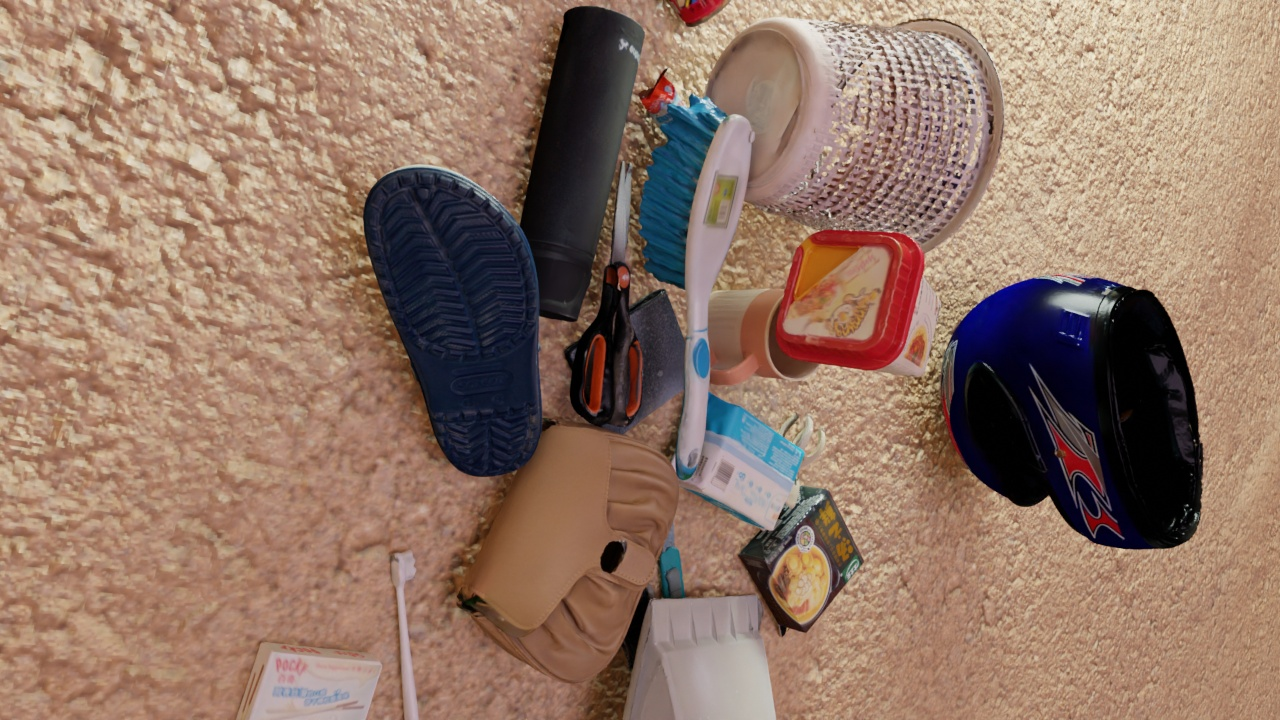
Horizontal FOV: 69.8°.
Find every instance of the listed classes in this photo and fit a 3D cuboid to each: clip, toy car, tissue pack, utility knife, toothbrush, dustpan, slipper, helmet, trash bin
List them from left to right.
[{"bbox_3d":[-0.178,0.235,0.712,0.016,0.016,0.180,-9,99,-43],"label":"toothbrush"},{"bbox_3d":[-0.125,-0.030,0.675,0.105,0.095,0.253,-14,122,-8],"label":"slipper"},{"bbox_3d":[-0.002,0.245,0.840,0.048,0.031,0.105,-34,115,-32],"label":"toy car"},{"bbox_3d":[0.031,0.217,0.875,0.029,0.013,0.219,-14,103,-37],"label":"utility knife"},{"bbox_3d":[0.033,0.365,0.856,0.222,0.143,0.257,20,53,-55],"label":"dustpan"},{"bbox_3d":[0.090,0.098,0.879,0.140,0.063,0.090,33,76,-34],"label":"tissue pack"},{"bbox_3d":[0.155,0.104,0.948,0.035,0.075,0.100,41,65,-34],"label":"clip"},{"bbox_3d":[0.169,-0.207,0.816,0.191,0.228,0.227,2,93,-34],"label":"trash bin"},{"bbox_3d":[0.481,0.060,1.064,0.246,0.241,0.315,-17,94,-36],"label":"helmet"}]

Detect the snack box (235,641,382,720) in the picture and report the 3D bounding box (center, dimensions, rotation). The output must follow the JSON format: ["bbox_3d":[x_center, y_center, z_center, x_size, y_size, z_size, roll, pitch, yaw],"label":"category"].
[{"bbox_3d":[-0.249,0.284,0.652,0.084,0.027,0.156,21,81,-37],"label":"snack box"}]

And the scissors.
[{"bbox_3d":[-0.026,-0.058,0.763,0.138,0.022,0.235,-24,110,-53],"label":"scissors"}]

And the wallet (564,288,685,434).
[{"bbox_3d":[-0.005,0.005,0.825,0.120,0.019,0.097,-34,114,-28],"label":"wallet"}]

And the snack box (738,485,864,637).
[{"bbox_3d":[0.174,0.216,0.970,0.113,0.053,0.126,-41,112,-28],"label":"snack box"}]

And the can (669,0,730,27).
[{"bbox_3d":[0.025,-0.359,0.791,0.133,0.053,0.053,48,66,-31],"label":"can"}]

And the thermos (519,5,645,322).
[{"bbox_3d":[-0.052,-0.154,0.751,0.090,0.068,0.242,18,84,-71],"label":"thermos"}]

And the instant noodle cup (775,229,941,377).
[{"bbox_3d":[0.195,-0.041,0.789,0.124,0.117,0.116,25,78,-50],"label":"instant noodle cup"}]

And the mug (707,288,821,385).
[{"bbox_3d":[0.099,-0.017,0.847,0.114,0.106,0.082,-42,118,-28],"label":"mug"}]

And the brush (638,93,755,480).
[{"bbox_3d":[0.040,-0.060,0.783,0.060,0.109,0.315,-3,114,-40],"label":"brush"}]

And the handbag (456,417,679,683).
[{"bbox_3d":[-0.051,0.152,0.749,0.147,0.100,0.204,34,70,-32],"label":"handbag"}]

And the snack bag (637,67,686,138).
[{"bbox_3d":[0.035,-0.212,0.830,0.105,0.026,0.045,48,54,-34],"label":"snack bag"}]
